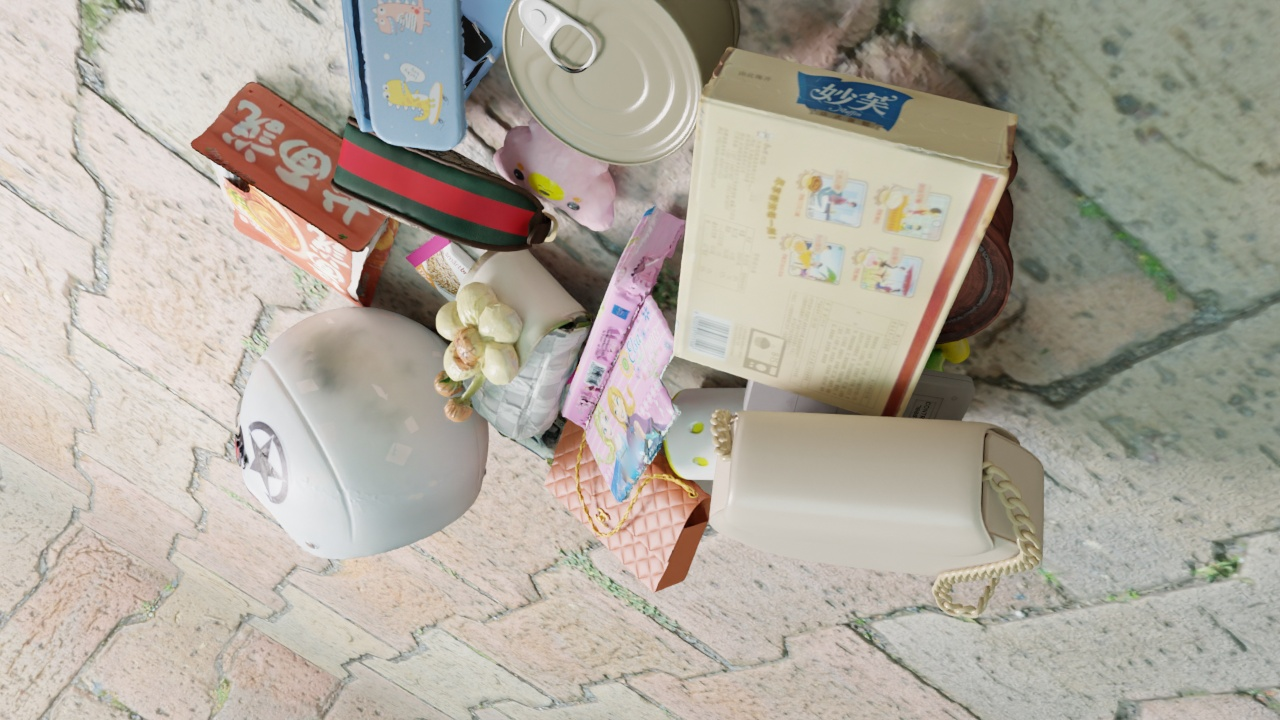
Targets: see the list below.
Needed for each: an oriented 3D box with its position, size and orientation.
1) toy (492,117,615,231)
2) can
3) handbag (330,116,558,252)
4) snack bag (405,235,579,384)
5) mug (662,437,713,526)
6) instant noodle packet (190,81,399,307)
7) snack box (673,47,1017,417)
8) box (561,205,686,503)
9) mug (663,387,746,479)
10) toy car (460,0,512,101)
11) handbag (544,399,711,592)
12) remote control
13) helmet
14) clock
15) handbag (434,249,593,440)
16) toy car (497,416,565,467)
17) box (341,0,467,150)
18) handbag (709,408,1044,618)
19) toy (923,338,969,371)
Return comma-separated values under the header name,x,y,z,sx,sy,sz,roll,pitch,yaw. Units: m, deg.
name,x,y,z,sx,sy,sz,roll,pitch,yaw
toy,-0.055,-0.142,0.666,0.102,0.050,0.093,31,153,-5
can,-0.010,-0.192,0.556,0.128,0.073,0.128,18,143,14
handbag,-0.140,-0.129,0.688,0.166,0.138,0.063,24,104,13
snack bag,-0.135,-0.041,0.873,0.070,0.016,0.196,-21,122,45
mug,0.038,0.118,0.915,0.090,0.073,0.105,-20,97,46
instant noodle packet,-0.316,-0.131,0.861,0.164,0.083,0.221,33,155,-8
snack box,0.104,-0.063,0.528,0.153,0.055,0.208,18,143,11
box,-0.018,0.004,0.736,0.066,0.158,0.231,5,149,-14
mug,0.085,0.064,0.801,0.106,0.082,0.082,-2,134,35
toy car,-0.122,-0.217,0.615,0.056,0.054,0.154,39,143,-15
handbag,-0.017,0.124,0.882,0.172,0.060,0.109,38,120,35
remote control,0.151,0.029,0.650,0.151,0.019,0.074,9,133,2
helmet,-0.266,0.042,0.884,0.264,0.236,0.164,54,144,28
clock,0.171,-0.086,0.569,0.121,0.072,0.158,2,138,31
handbag,-0.119,-0.002,0.797,0.112,0.123,0.172,46,140,22
toy car,-0.105,0.072,0.966,0.105,0.047,0.033,34,140,-8
box,-0.159,-0.236,0.557,0.120,0.049,0.210,30,133,31
handbag,0.153,0.101,0.609,0.211,0.103,0.208,2,161,22
toy,0.175,0.014,0.702,0.124,0.096,0.132,44,160,-12
